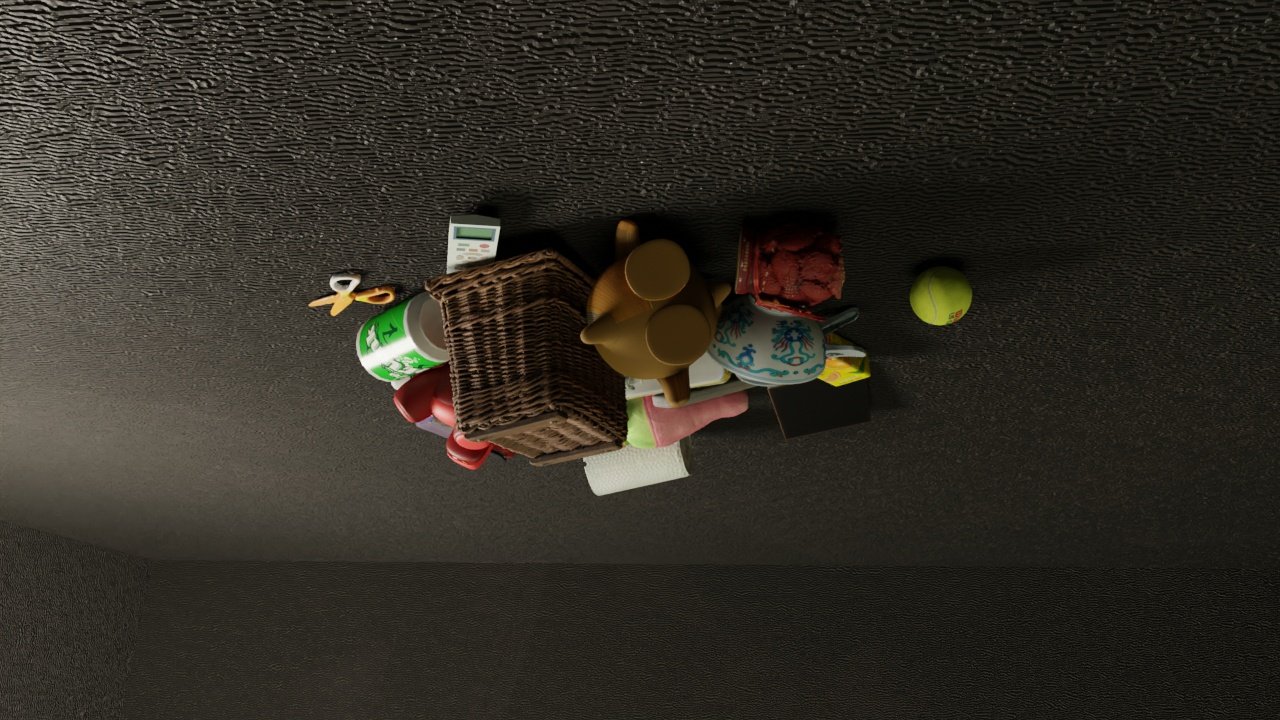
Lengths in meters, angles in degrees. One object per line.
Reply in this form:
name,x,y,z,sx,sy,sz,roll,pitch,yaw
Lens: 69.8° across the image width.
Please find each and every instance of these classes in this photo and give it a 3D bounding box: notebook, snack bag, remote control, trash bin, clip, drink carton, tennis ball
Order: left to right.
snack bag,-0.294,0.091,1.414,0.096,0.058,0.206,28,165,-16
remote control,-0.180,-0.121,0.978,0.049,0.024,0.144,2,160,-13
trash bin,-0.001,0.151,1.543,0.161,0.133,0.133,-9,157,13
remote control,0.092,0.040,1.295,0.150,0.019,0.074,-14,-174,-22
clip,0.194,-0.040,1.152,0.167,0.127,0.028,-15,156,18
notebook,0.277,0.066,1.401,0.141,0.008,0.209,-13,152,10
drink carton,0.246,-0.008,1.222,0.059,0.042,0.134,-20,151,39
tennis ball,0.332,-0.072,1.015,0.065,0.065,0.065,1,159,0

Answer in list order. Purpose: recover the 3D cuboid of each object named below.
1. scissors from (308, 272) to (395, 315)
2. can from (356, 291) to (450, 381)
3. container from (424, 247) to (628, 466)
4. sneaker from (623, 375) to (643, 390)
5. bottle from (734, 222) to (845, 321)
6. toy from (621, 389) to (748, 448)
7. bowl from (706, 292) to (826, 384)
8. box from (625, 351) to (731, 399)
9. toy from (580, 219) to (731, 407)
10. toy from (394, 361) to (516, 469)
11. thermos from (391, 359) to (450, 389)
scissors,-0.366,-0.080,1.114,0.133,0.012,0.097,-10,155,24
can,-0.284,-0.028,1.140,0.140,0.087,0.087,-18,152,41
container,-0.111,0.010,1.059,0.162,0.183,0.250,-13,161,19
sneaker,-0.007,0.007,1.210,0.243,0.090,0.089,-15,153,34
bottle,0.154,-0.090,0.939,0.111,0.098,0.099,5,159,4
toy,0.049,0.076,1.398,0.236,0.096,0.192,-12,158,-4
bowl,0.151,-0.041,1.064,0.144,0.143,0.074,4,119,-8
box,0.027,0.014,1.264,0.210,0.064,0.033,-11,169,30
toy,0.023,-0.048,1.005,0.162,0.198,0.203,-18,177,3
toy,-0.210,0.080,1.200,0.158,0.120,0.197,17,162,26
thermos,-0.232,0.024,1.294,0.240,0.073,0.073,2,159,2
